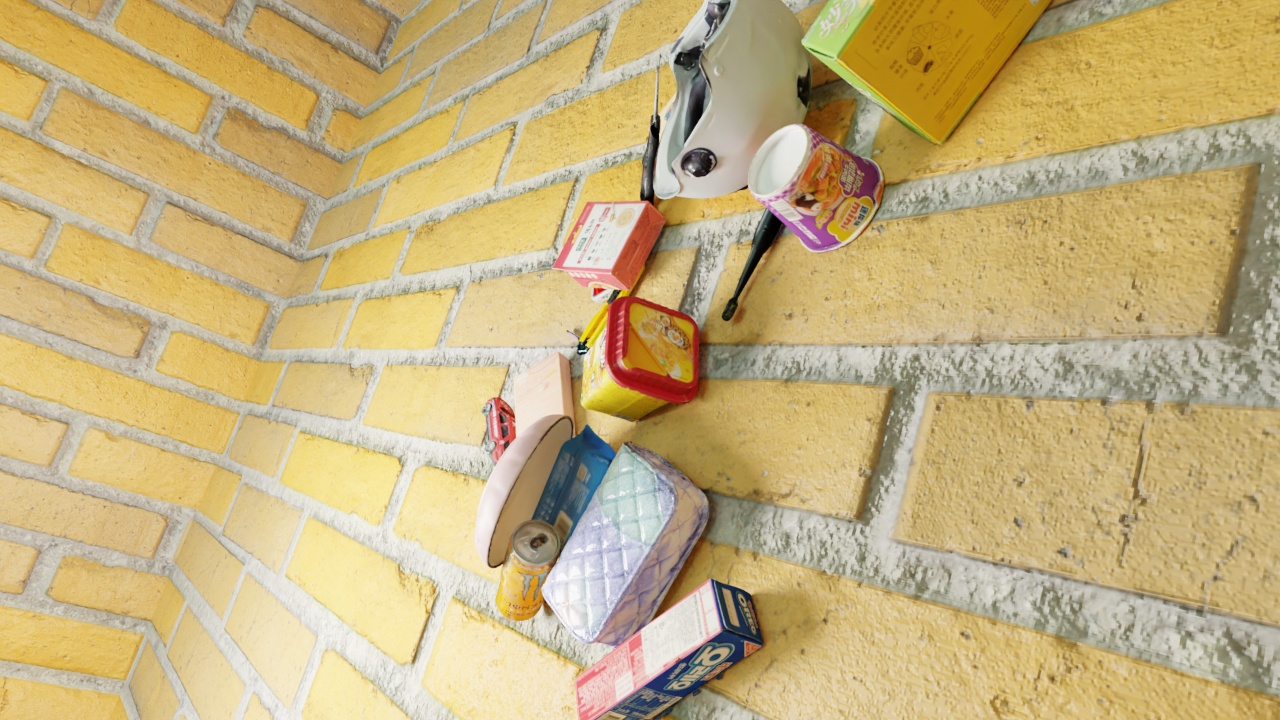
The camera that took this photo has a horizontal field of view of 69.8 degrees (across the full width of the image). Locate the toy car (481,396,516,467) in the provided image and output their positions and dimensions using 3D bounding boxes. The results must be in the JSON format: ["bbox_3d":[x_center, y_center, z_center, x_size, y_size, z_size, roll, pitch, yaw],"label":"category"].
[{"bbox_3d":[-0.189,0.102,1.285,0.045,0.053,0.120,-29,49,12],"label":"toy car"}]

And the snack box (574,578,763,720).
[{"bbox_3d":[0.023,0.283,0.857,0.208,0.057,0.058,-44,35,29],"label":"snack box"}]

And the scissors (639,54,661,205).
[{"bbox_3d":[0.015,-0.300,1.180,0.162,0.022,0.234,-84,-1,-58],"label":"scissors"}]

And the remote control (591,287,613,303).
[{"bbox_3d":[-0.042,-0.145,1.275,0.056,0.020,0.135,-28,47,44],"label":"remote control"}]

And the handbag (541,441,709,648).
[{"bbox_3d":[-0.017,0.194,0.954,0.134,0.075,0.194,36,97,50],"label":"handbag"}]

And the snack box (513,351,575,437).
[{"bbox_3d":[-0.130,0.068,1.231,0.085,0.026,0.157,-30,44,23],"label":"snack box"}]

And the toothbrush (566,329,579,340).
[{"bbox_3d":[-0.060,-0.016,1.218,0.017,0.014,0.189,-55,32,0],"label":"toothbrush"}]

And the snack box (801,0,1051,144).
[{"bbox_3d":[0.271,-0.327,0.826,0.210,0.157,0.070,-55,32,15],"label":"snack box"}]

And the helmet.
[{"bbox_3d":[0.109,-0.294,1.037,0.228,0.146,0.259,-90,13,-45],"label":"helmet"}]

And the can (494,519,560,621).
[{"bbox_3d":[-0.130,0.242,1.047,0.146,0.058,0.058,110,161,-48],"label":"can"}]

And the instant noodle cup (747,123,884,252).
[{"bbox_3d":[0.170,-0.180,0.925,0.112,0.099,0.111,-35,41,37],"label":"instant noodle cup"}]

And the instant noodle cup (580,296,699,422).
[{"bbox_3d":[-0.006,0.006,1.047,0.124,0.116,0.116,-42,37,50],"label":"instant noodle cup"}]

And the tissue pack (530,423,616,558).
[{"bbox_3d":[-0.067,0.160,1.055,0.095,0.052,0.157,35,106,46],"label":"tissue pack"}]

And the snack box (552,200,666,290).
[{"bbox_3d":[-0.042,-0.154,1.223,0.127,0.044,0.113,11,70,48],"label":"snack box"}]

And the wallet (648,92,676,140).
[{"bbox_3d":[0.057,-0.344,1.267,0.115,0.024,0.087,-47,38,23],"label":"wallet"}]

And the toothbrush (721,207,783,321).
[{"bbox_3d":[0.138,-0.140,1.009,0.212,0.026,0.027,-65,12,-1],"label":"toothbrush"}]

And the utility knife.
[{"bbox_3d":[-0.026,-0.094,1.211,0.207,0.015,0.033,-57,39,0],"label":"utility knife"}]

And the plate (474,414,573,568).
[{"bbox_3d":[-0.139,0.143,1.051,0.192,0.039,0.193,-60,-11,-21],"label":"plate"}]
